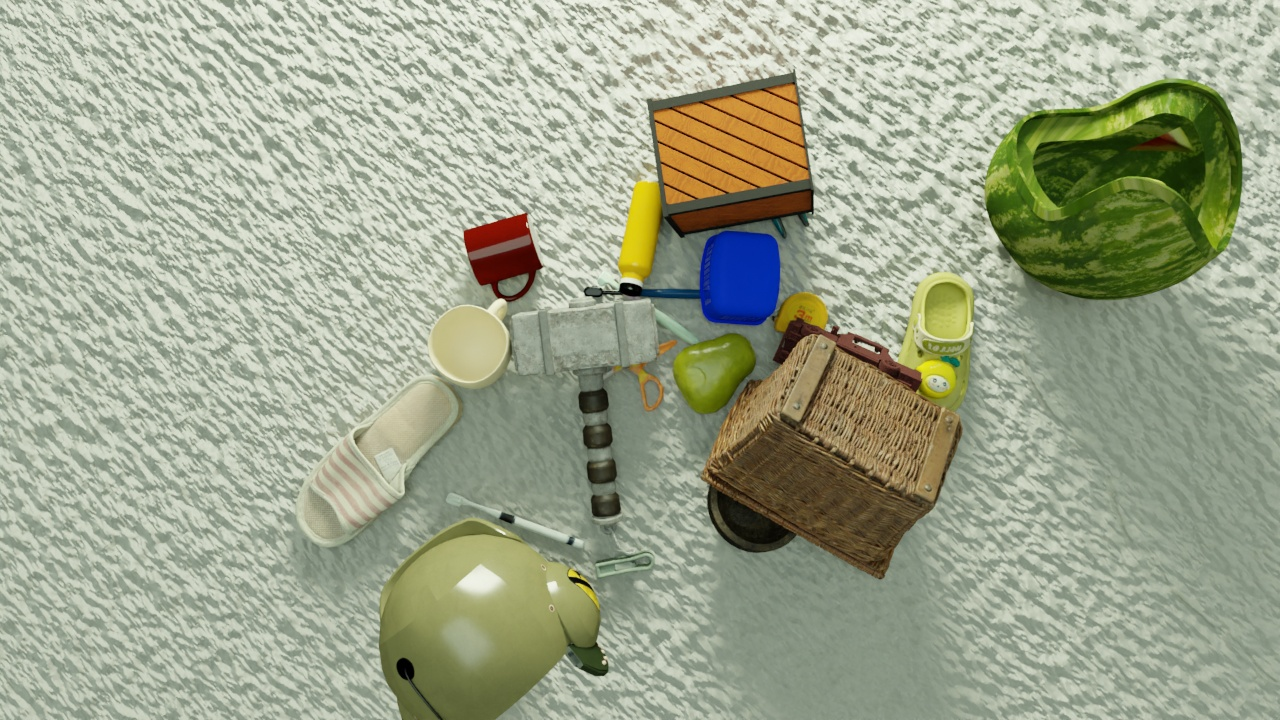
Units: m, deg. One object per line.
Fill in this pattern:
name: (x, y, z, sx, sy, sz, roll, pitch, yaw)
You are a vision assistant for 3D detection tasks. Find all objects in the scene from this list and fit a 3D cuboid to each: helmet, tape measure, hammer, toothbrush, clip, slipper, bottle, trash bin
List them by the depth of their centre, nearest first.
helmet: (-0.176, 0.301, 1.033, 0.250, 0.255, 0.233, -39, 89, -2)
helmet: (0.533, -0.182, 1.057, 0.243, 0.248, 0.212, 49, 62, -35)
trash bin: (0.113, -0.244, 1.111, 0.172, 0.139, 0.139, -9, 86, 10)
slipper: (0.374, -0.019, 1.132, 0.091, 0.081, 0.190, 11, 84, 0)
hammer: (-0.055, 0.084, 1.139, 0.177, 0.079, 0.326, -6, 97, 1)
clip: (-0.019, 0.256, 1.155, 0.076, 0.044, 0.023, -11, 91, 1)
bottle: (0.000, -0.152, 1.158, 0.043, 0.043, 0.143, 10, 76, 3)
slipper: (-0.334, 0.128, 1.162, 0.115, 0.052, 0.263, 43, 89, 5)
tape measure: (0.205, -0.057, 1.163, 0.068, 0.030, 0.059, 18, 88, -3)
toothbrush: (-0.160, 0.206, 1.168, 0.187, 0.017, 0.012, 19, 107, 3)
toothbrush: (0.012, -0.064, 1.170, 0.155, 0.015, 0.022, 35, 68, -5)
toothbrush: (0.011, -0.087, 1.182, 0.168, 0.014, 0.014, 1, 87, 1)

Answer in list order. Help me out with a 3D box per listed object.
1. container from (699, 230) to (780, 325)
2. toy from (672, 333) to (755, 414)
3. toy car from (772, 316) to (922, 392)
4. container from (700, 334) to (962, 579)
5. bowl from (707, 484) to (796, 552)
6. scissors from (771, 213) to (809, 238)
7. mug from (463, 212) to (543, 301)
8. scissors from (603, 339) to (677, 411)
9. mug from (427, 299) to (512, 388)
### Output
container: (0.127, -0.105, 1.148, 0.096, 0.058, 0.114, 4, 85, -8)
toy: (0.097, 0.012, 1.153, 0.110, 0.051, 0.090, -30, 88, -3)
toy car: (0.255, 0.003, 1.125, 0.170, 0.061, 0.070, 25, 117, 9)
container: (0.227, 0.100, 1.053, 0.250, 0.184, 0.161, 29, 59, 3)
bowl: (0.136, 0.181, 1.133, 0.121, 0.056, 0.121, 5, 65, -12)
scissors: (0.165, -0.225, 1.181, 0.133, 0.019, 0.146, 21, 92, 8)
mug: (-0.168, -0.126, 1.168, 0.082, 0.073, 0.106, -16, 114, 1)
scissors: (-0.012, 0.006, 1.178, 0.131, 0.011, 0.125, -11, 87, 1)
mug: (-0.202, -0.023, 1.143, 0.096, 0.100, 0.120, 33, 82, 2)
